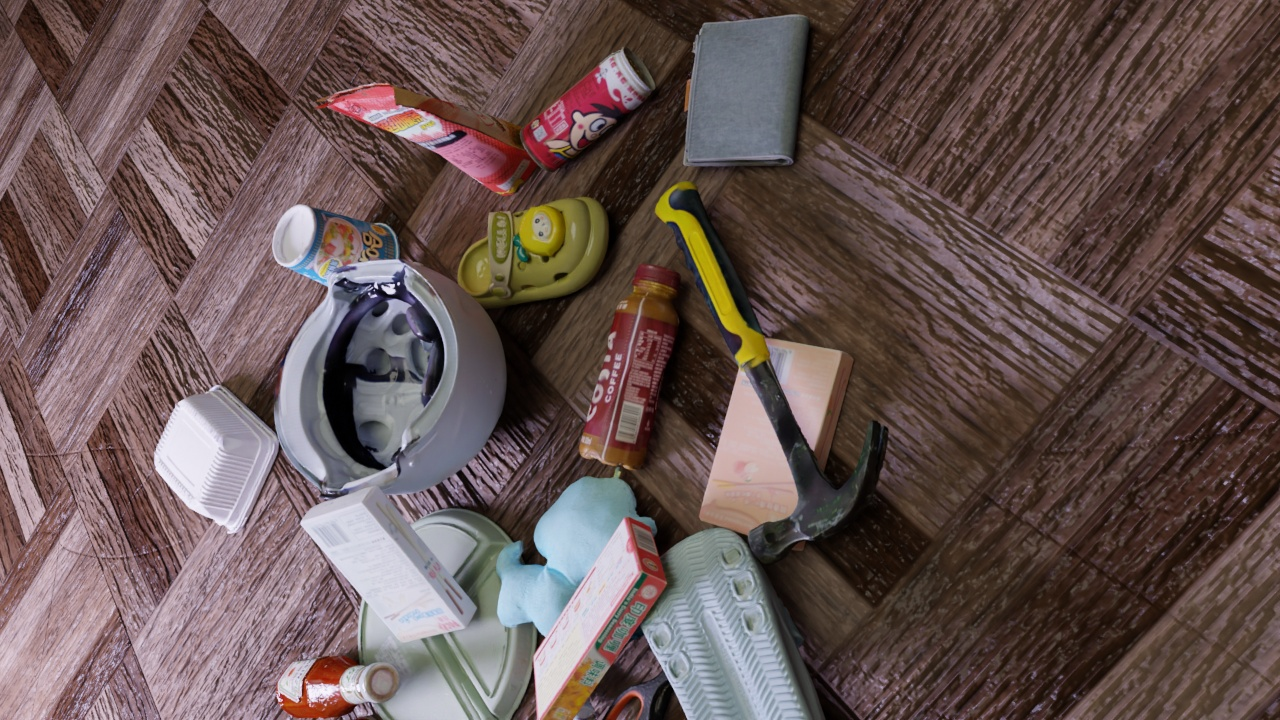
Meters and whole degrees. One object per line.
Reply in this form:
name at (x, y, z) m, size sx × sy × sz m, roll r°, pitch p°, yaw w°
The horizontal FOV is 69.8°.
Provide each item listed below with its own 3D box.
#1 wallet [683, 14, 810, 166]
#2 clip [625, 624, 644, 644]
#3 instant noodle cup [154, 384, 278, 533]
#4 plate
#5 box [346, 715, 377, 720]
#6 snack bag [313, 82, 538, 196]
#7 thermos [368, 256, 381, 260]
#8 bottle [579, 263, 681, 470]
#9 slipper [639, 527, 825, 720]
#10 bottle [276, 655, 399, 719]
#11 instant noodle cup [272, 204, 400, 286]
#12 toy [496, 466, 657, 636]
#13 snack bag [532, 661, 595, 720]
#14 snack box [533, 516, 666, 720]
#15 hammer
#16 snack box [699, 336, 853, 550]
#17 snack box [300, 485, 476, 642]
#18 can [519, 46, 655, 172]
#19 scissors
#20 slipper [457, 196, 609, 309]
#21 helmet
wallet at (0.090, -0.233, 0.803) m, size 0.107 × 0.037 × 0.129 m, roll 4°, pitch 82°, yaw 24°
clip at (-0.007, 0.218, 0.754) m, size 0.057 × 0.014 × 0.046 m, roll -35°, pitch 54°, yaw 20°
instant noodle cup at (-0.531, 0.116, 1.126) m, size 0.173 × 0.060 × 0.138 m, roll 30°, pitch 96°, yaw 37°
plate at (-0.194, 0.257, 0.882) m, size 0.231 × 0.027 × 0.230 m, roll -10°, pitch 73°, yaw 33°
box at (-0.248, 0.409, 0.851) m, size 0.168 × 0.077 × 0.091 m, roll 17°, pitch 88°, yaw 36°
snack bag at (-0.193, -0.221, 0.887) m, size 0.129 × 0.207 × 0.073 m, roll 10°, pitch 89°, yaw 37°
thermos at (-0.317, 0.000, 1.005) m, size 0.073 × 0.073 × 0.224 m, roll 36°, pitch 100°, yaw 35°
bottle at (-0.005, 0.005, 0.795) m, size 0.057 × 0.057 × 0.175 m, roll 12°, pitch 86°, yaw 36°
slipper at (0.074, 0.219, 0.656) m, size 0.104 × 0.074 × 0.245 m, roll -41°, pitch 38°, yaw 11°
bottle at (-0.290, 0.312, 0.880) m, size 0.207 × 0.059 × 0.059 m, roll -25°, pitch 64°, yaw 47°
instant noodle cup at (-0.342, -0.124, 1.024) m, size 0.099 × 0.109 × 0.099 m, roll -10°, pitch 72°, yaw 32°
toy at (-0.058, 0.164, 0.797) m, size 0.162 × 0.049 × 0.156 m, roll 4°, pitch 73°, yaw 36°
snack bag at (-0.063, 0.284, 0.777) m, size 0.048 × 0.026 × 0.104 m, roll -60°, pitch 36°, yaw 20°
snack box at (-0.036, 0.206, 0.722) m, size 0.156 × 0.027 × 0.077 m, roll -58°, pitch 20°, yaw 15°
hammer at (0.087, -0.014, 0.721) m, size 0.126 × 0.032 × 0.323 m, roll -35°, pitch 60°, yaw 24°
snack box at (0.106, 0.062, 0.725) m, size 0.085 × 0.026 × 0.157 m, roll 13°, pitch 86°, yaw 36°
snack box at (-0.225, 0.186, 0.824) m, size 0.085 × 0.157 × 0.026 m, roll -20°, pitch 25°, yaw 29°
can at (-0.051, -0.242, 0.889) m, size 0.133 × 0.053 × 0.053 m, roll -33°, pitch 62°, yaw 24°
scissors at (0.039, 0.251, 0.731) m, size 0.221 × 0.021 × 0.230 m, roll -48°, pitch 54°, yaw 11°
slipper at (-0.119, -0.103, 0.887) m, size 0.191 × 0.081 × 0.091 m, roll -16°, pitch 73°, yaw 33°
helmet at (-0.226, 0.024, 0.888) m, size 0.259 × 0.145 × 0.228 m, roll -21°, pitch 68°, yaw 37°
